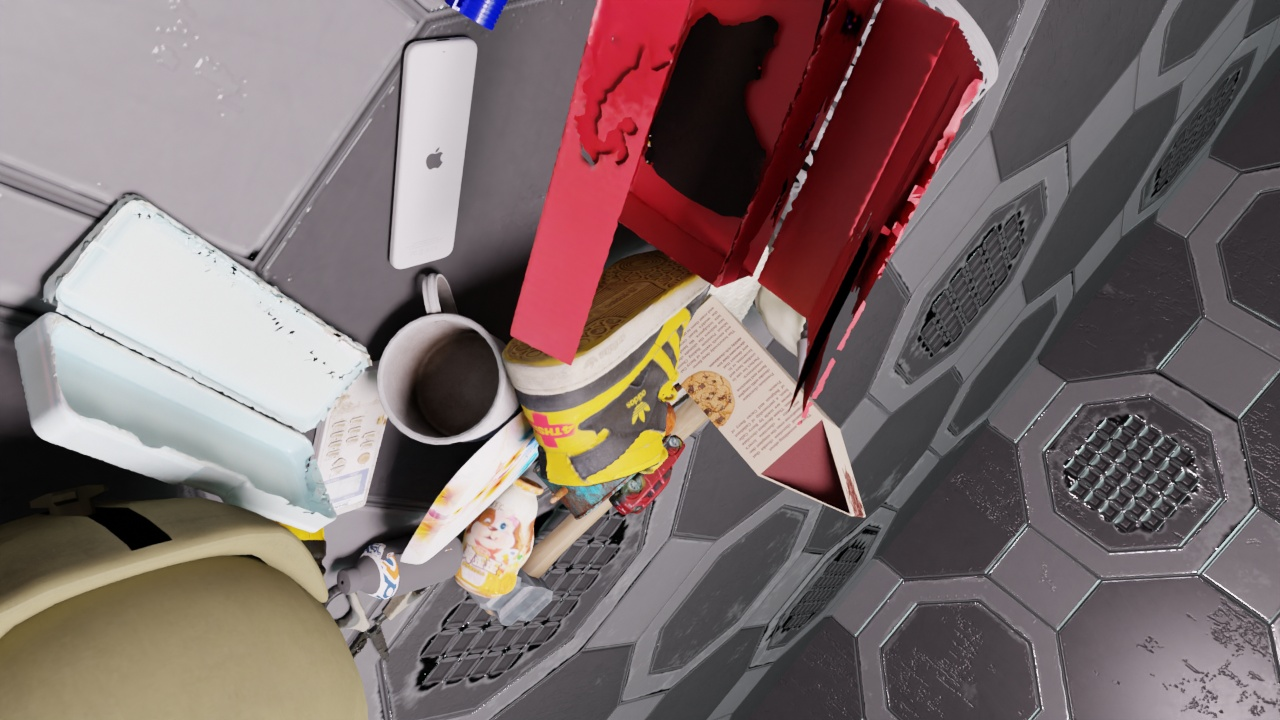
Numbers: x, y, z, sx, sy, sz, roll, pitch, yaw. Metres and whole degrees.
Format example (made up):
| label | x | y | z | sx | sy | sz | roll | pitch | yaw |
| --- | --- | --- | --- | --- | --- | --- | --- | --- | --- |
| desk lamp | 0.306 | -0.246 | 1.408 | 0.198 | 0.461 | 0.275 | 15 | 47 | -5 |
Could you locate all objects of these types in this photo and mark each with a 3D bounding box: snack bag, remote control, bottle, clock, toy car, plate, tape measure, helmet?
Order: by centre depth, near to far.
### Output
| label | x | y | z | sx | sy | sz | roll | pitch | yaw |
| --- | --- | --- | --- | --- | --- | --- | --- | --- | --- |
| helmet | -0.252 | 0.177 | 0.441 | 0.249 | 0.255 | 0.233 | -11 | 137 | -52 |
| remote control | -0.125 | -0.119 | 0.545 | 0.045 | 0.008 | 0.147 | -23 | 142 | -40 |
| tape measure | -0.243 | 0.124 | 0.617 | 0.066 | 0.064 | 0.037 | -28 | 157 | 33 |
| remote control | -0.206 | 0.059 | 0.646 | 0.050 | 0.011 | 0.136 | -16 | 137 | -47 |
| plate | -0.104 | 0.080 | 0.719 | 0.186 | 0.016 | 0.188 | -43 | 174 | -42 |
| bottle | -0.197 | 0.169 | 0.757 | 0.112 | 0.047 | 0.047 | -7 | 130 | -53 |
| snack bag | 0.113 | 0.051 | 0.773 | 0.070 | 0.206 | 0.094 | -43 | 159 | 8 |
| clock | -0.024 | 0.065 | 0.820 | 0.157 | 0.073 | 0.121 | -41 | 180 | -6 |
| bottle | -0.126 | 0.157 | 0.832 | 0.109 | 0.063 | 0.063 | -65 | 152 | -2 |
| toy car | 0.008 | 0.107 | 0.867 | 0.091 | 0.036 | 0.042 | -51 | -172 | -19 |

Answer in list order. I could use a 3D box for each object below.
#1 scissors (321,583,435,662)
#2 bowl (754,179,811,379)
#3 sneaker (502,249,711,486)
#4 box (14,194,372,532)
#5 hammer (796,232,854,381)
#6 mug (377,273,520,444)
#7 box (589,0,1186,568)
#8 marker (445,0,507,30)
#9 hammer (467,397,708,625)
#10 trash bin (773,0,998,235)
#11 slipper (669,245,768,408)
| label | x | y | z | sx | sy | sz | roll | pitch | yaw |
| --- | --- | --- | --- | --- | --- | --- | --- | --- | --- |
| scissors | -0.234 | 0.227 | 0.810 | 0.170 | 0.012 | 0.157 | -48 | 150 | -5 |
| bowl | 0.152 | -0.093 | 0.877 | 0.188 | 0.060 | 0.219 | -26 | 124 | -67 |
| sneaker | -0.004 | 0.004 | 0.660 | 0.237 | 0.086 | 0.122 | -40 | 128 | -50 |
| box | -0.222 | 0.014 | 0.495 | 0.122 | 0.078 | 0.197 | -64 | 153 | -13 |
| hammer | 0.184 | -0.125 | 0.806 | 0.156 | 0.043 | 0.321 | 64 | 43 | -60 |
| mug | -0.126 | 0.000 | 0.619 | 0.084 | 0.113 | 0.070 | -7 | 173 | 5 |
| box | 0.116 | -0.098 | 0.540 | 0.123 | 0.378 | 0.212 | -3 | 131 | -33 |
| marker | -0.058 | -0.240 | 0.477 | 0.027 | 0.023 | 0.133 | 19 | 111 | -38 |
| hammer | -0.035 | 0.137 | 0.925 | 0.322 | 0.051 | 0.117 | -43 | 154 | -4 |
| trash bin | 0.146 | -0.189 | 0.701 | 0.183 | 0.156 | 0.156 | -50 | 152 | 6 |
| slipper | 0.040 | -0.031 | 0.851 | 0.114 | 0.052 | 0.264 | -27 | 156 | -30 |
